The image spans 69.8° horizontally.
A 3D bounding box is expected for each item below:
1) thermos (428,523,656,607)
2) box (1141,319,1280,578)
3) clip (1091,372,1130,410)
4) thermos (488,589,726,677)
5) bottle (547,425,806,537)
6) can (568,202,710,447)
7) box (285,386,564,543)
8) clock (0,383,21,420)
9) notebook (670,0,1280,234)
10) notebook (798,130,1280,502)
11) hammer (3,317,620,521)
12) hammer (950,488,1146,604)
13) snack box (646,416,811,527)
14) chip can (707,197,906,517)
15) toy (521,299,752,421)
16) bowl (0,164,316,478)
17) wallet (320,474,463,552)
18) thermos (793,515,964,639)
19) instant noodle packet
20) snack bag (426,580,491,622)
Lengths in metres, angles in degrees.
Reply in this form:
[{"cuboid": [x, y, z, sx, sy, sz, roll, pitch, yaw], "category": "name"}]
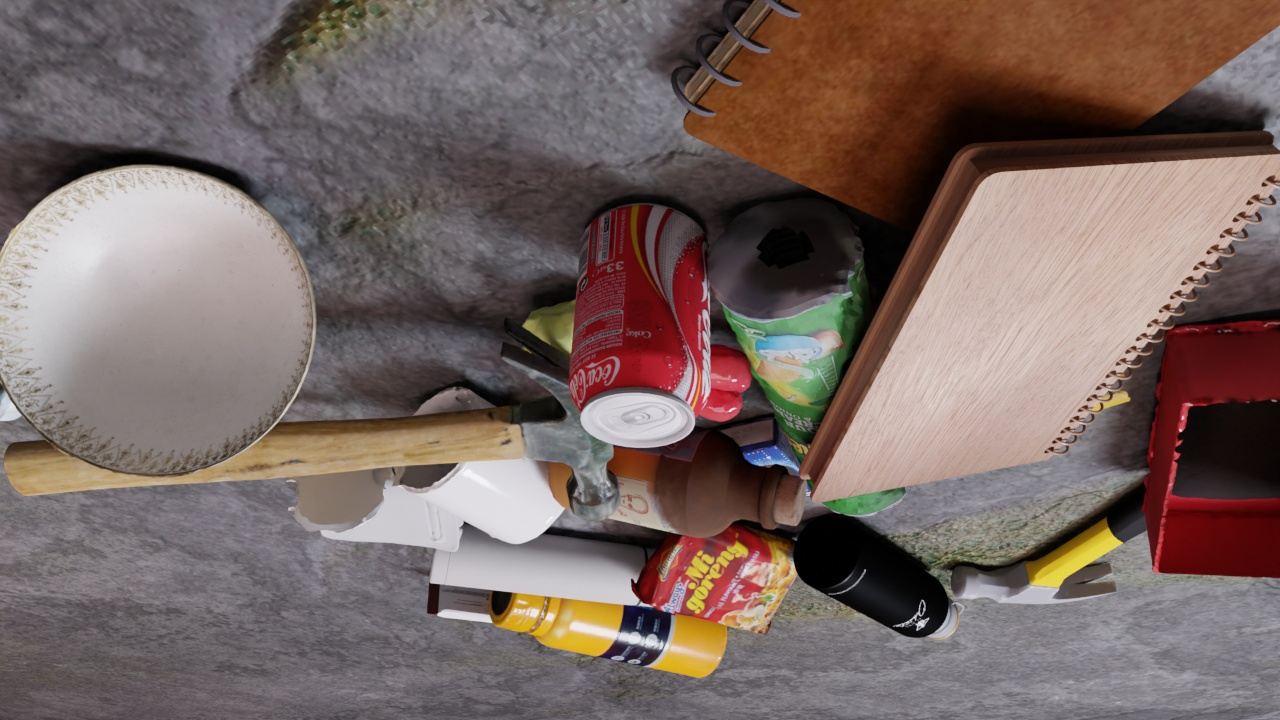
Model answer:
[{"cuboid": [-0.067, 0.180, 0.798, 0.224, 0.052, 0.052, 9, 147, -11], "category": "thermos"}, {"cuboid": [0.520, 0.110, 0.436, 0.512, 0.140, 0.215, 13, 149, 32], "category": "box"}, {"cuboid": [0.255, 0.018, 0.542, 0.054, 0.044, 0.049, -24, 165, 37], "category": "clip"}, {"cuboid": [-0.034, 0.250, 0.887, 0.232, 0.076, 0.092, 21, 146, -28], "category": "thermos"}, {"cuboid": [0.025, 0.073, 0.570, 0.157, 0.067, 0.068, 8, 152, 25], "category": "bottle"}, {"cuboid": [0.001, -0.017, 0.431, 0.064, 0.104, 0.064, 2, 148, 1], "category": "can"}, {"cuboid": [-0.136, 0.080, 0.604, 0.143, 0.083, 0.137, -28, 138, 20], "category": "box"}, {"cuboid": [-0.405, 0.002, 0.537, 0.117, 0.057, 0.083, 6, 148, -20], "category": "clock"}, {"cuboid": [0.133, -0.131, 0.317, 0.167, 0.024, 0.226, 17, 145, -24], "category": "notebook"}, {"cuboid": [0.181, -0.012, 0.431, 0.169, 0.022, 0.211, -6, 140, -18], "category": "notebook"}, {"cuboid": [-0.180, 0.046, 0.504, 0.330, 0.033, 0.132, -4, 132, 1], "category": "hammer"}, {"cuboid": [0.373, 0.129, 0.713, 0.127, 0.029, 0.324, 7, 147, -8], "category": "hammer"}, {"cuboid": [0.046, 0.083, 0.660, 0.150, 0.027, 0.082, -18, 142, 28], "category": "snack box"}, {"cuboid": [0.101, 0.007, 0.493, 0.075, 0.075, 0.223, -9, 146, 18], "category": "chip can"}, {"cuboid": [-0.003, 0.003, 0.519, 0.135, 0.045, 0.092, 15, 148, -9], "category": "toy"}, {"cuboid": [-0.228, -0.020, 0.453, 0.145, 0.145, 0.063, 8, -175, -8], "category": "bowl"}, {"cuboid": [-0.198, 0.113, 0.727, 0.116, 0.032, 0.086, 8, 137, -5], "category": "wallet"}, {"cuboid": [0.221, 0.202, 0.805, 0.061, 0.061, 0.231, -22, 140, 34], "category": "thermos"}, {"cuboid": [0.069, 0.179, 0.771, 0.135, 0.039, 0.099, 21, 114, -25], "category": "instant noodle packet"}, {"cuboid": [-0.132, 0.244, 0.911, 0.158, 0.057, 0.013, 12, 111, -16], "category": "snack bag"}]
